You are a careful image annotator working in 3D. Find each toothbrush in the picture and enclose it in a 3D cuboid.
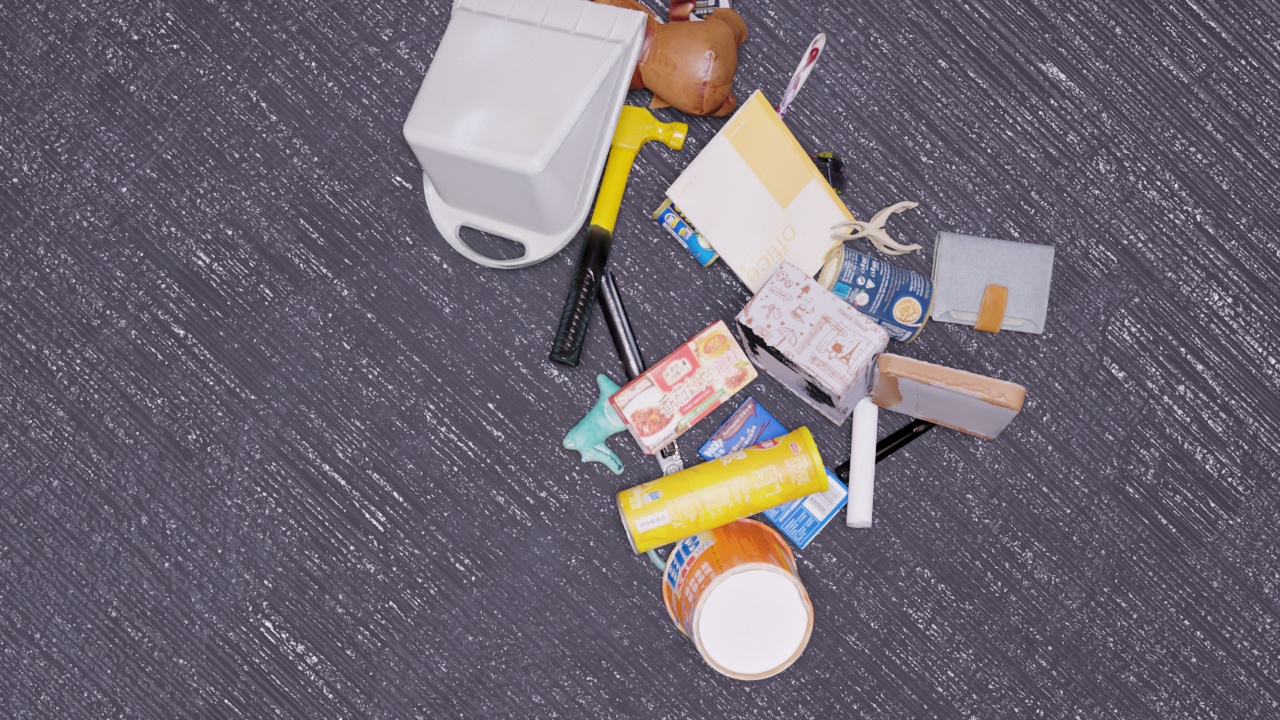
[{"bbox_3d":[-0.006,0.006,1.001,0.027,0.026,0.212,-20,86,-16],"label":"toothbrush"},{"bbox_3d":[0.244,0.071,1.000,0.026,0.026,0.220,18,72,-43],"label":"toothbrush"},{"bbox_3d":[0.162,-0.287,1.029,0.016,0.017,0.187,29,87,-1],"label":"toothbrush"}]

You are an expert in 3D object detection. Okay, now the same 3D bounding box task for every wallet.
[{"bbox_3d":[0.391,-0.085,1.024,0.129,0.037,0.106,7,87,-2],"label":"wallet"}]

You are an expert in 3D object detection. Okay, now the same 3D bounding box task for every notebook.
[{"bbox_3d":[0.134,-0.160,0.975,0.146,0.010,0.206,-49,122,-4],"label":"notebook"}]

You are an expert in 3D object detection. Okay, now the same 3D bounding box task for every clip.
[{"bbox_3d":[0.267,-0.135,1.014,0.101,0.035,0.096,-31,96,-14],"label":"clip"}]

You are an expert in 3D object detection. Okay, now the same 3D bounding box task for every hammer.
[{"bbox_3d":[-0.044,-0.138,0.986,0.129,0.033,0.300,14,77,1],"label":"hammer"}]

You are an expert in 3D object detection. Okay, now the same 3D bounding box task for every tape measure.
[{"bbox_3d":[0.069,-0.390,1.021,0.066,0.033,0.066,10,85,-1],"label":"tape measure"}]

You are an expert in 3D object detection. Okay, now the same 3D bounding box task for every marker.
[{"bbox_3d":[0.276,0.095,1.018,0.132,0.022,0.020,-30,96,-4],"label":"marker"}]

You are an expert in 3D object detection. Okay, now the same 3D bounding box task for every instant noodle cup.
[{"bbox_3d":[0.104,0.249,0.947,0.151,0.111,0.151,-1,98,-7],"label":"instant noodle cup"}]

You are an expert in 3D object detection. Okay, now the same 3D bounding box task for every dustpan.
[{"bbox_3d":[-0.129,-0.240,0.969,0.223,0.143,0.257,19,70,19],"label":"dustpan"}]

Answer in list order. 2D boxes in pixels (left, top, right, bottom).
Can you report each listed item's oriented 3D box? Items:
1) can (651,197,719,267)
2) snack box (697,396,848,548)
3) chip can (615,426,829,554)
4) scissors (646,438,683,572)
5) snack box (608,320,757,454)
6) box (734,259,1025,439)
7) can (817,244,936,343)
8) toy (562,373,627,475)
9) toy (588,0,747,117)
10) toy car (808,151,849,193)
[{"bbox_3d":[0.077,-0.165,1.002,0.083,0.057,0.102,45,87,-3],"label":"can"},{"bbox_3d":[0.147,0.123,1.008,0.157,0.026,0.084,44,88,0],"label":"snack box"},{"bbox_3d":[0.085,0.137,0.957,0.213,0.072,0.072,-20,89,2],"label":"chip can"},{"bbox_3d":[0.026,0.157,1.006,0.129,0.019,0.185,-36,88,-4],"label":"scissors"},{"bbox_3d":[0.047,0.028,0.987,0.152,0.025,0.075,-35,96,-17],"label":"snack box"},{"bbox_3d":[0.232,0.015,0.909,0.261,0.178,0.102,37,86,18],"label":"box"},{"bbox_3d":[0.251,-0.073,0.994,0.111,0.075,0.075,21,87,-5],"label":"can"},{"bbox_3d":[-0.040,0.076,1.001,0.092,0.030,0.096,-44,98,1],"label":"toy"},{"bbox_3d":[0.011,-0.333,0.976,0.199,0.130,0.140,14,125,8],"label":"toy"},{"bbox_3d":[0.180,-0.203,1.020,0.106,0.031,0.049,-8,91,-11],"label":"toy car"}]
